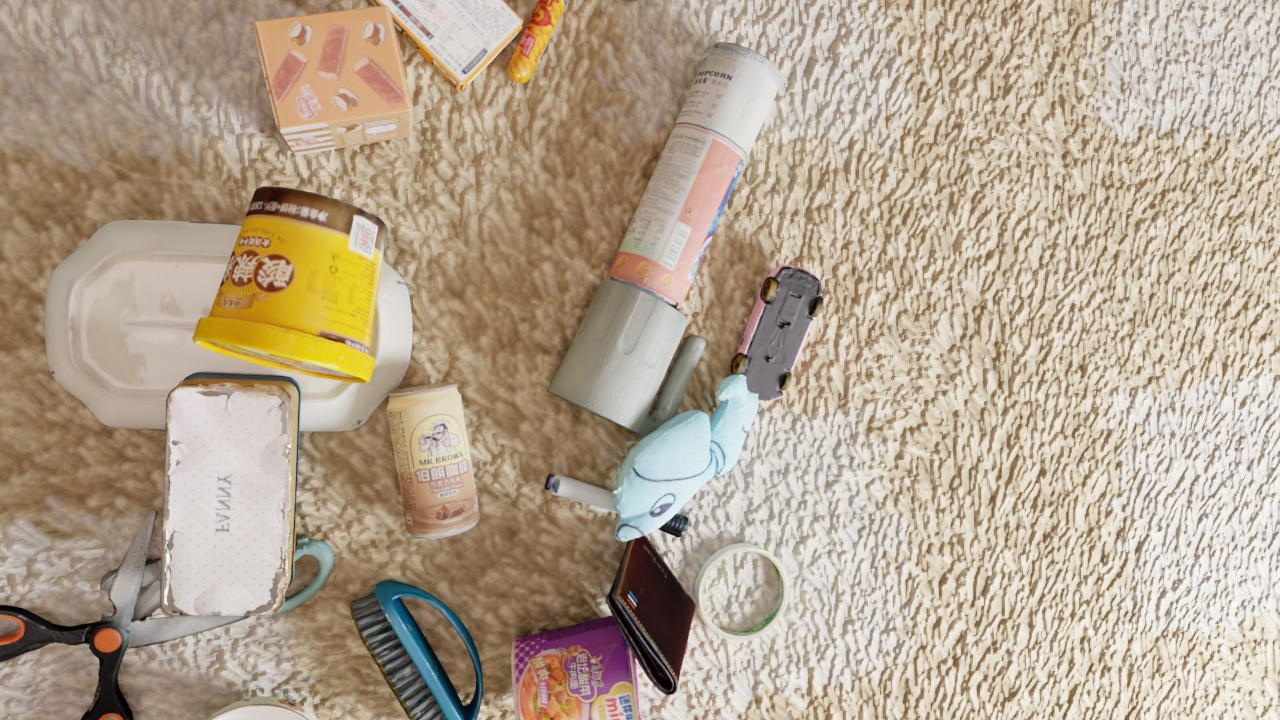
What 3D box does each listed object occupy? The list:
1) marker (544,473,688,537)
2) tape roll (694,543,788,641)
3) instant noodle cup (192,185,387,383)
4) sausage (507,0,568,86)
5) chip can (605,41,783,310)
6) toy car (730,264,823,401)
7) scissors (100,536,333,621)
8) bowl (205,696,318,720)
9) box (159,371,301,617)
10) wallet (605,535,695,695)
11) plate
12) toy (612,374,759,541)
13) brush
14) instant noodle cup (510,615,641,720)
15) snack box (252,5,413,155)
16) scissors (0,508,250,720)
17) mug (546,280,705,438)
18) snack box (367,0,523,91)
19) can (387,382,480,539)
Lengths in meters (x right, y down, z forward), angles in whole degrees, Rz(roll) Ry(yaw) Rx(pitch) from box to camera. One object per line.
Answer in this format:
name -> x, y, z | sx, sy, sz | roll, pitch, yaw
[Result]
marker -> -0.020, 0.124, 0.786 | 0.130, 0.018, 0.022 | 19, 52, -15
tape roll -> 0.090, 0.207, 0.820 | 0.085, 0.014, 0.086 | -1, 93, -14
instant noodle cup -> -0.236, -0.052, 0.643 | 0.118, 0.119, 0.114 | 14, 81, -14
sausage -> -0.070, -0.298, 0.755 | 0.021, 0.021, 0.165 | 25, 86, -14
chip can -> 0.044, -0.151, 0.764 | 0.071, 0.071, 0.214 | 25, 86, -14
toy car -> 0.118, -0.025, 0.808 | 0.056, 0.037, 0.122 | 19, 100, -11
scissors -> -0.333, 0.132, 0.709 | 0.176, 0.019, 0.172 | -7, 96, -11
bowl -> -0.292, 0.309, 0.704 | 0.113, 0.062, 0.113 | 0, 91, -15
box -> -0.295, 0.090, 0.663 | 0.089, 0.062, 0.184 | 5, 93, -15
wallet -> 0.010, 0.200, 0.750 | 0.020, 0.122, 0.096 | -28, 100, 16
plate -> -0.310, -0.024, 0.699 | 0.265, 0.034, 0.162 | 3, 92, -14
toy -> 0.035, 0.081, 0.759 | 0.156, 0.050, 0.161 | 5, 115, -49
brush -> -0.170, 0.237, 0.735 | 0.073, 0.055, 0.144 | -29, 98, -10
instant noodle cup -> -0.052, 0.263, 0.743 | 0.099, 0.111, 0.111 | -6, 94, -7
snack box -> -0.225, -0.206, 0.683 | 0.094, 0.093, 0.077 | -13, 95, -13
scissors -> -0.414, 0.218, 0.686 | 0.220, 0.022, 0.233 | 11, 93, -13
mug -> -0.005, 0.004, 0.762 | 0.124, 0.084, 0.103 | 29, 83, -40
snack box -> -0.173, -0.296, 0.727 | 0.153, 0.026, 0.075 | 44, 81, -12
can -> -0.164, 0.078, 0.728 | 0.058, 0.058, 0.116 | -9, 95, -14
